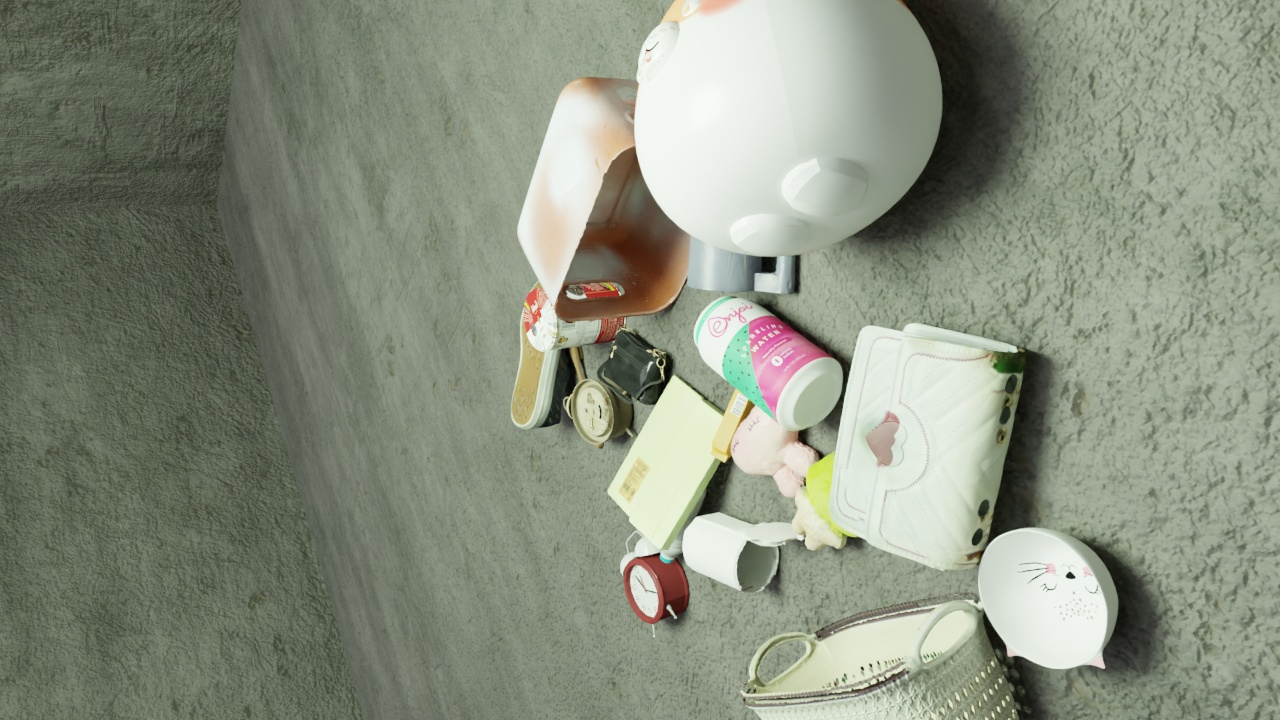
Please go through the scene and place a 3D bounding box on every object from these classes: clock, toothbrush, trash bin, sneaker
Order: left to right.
[{"bbox_3d":[-0.136,-0.008,1.399,0.088,0.079,0.235,1,81,46],"label":"sneaker"},{"bbox_3d":[-0.081,0.051,1.380,0.016,0.016,0.167,-20,83,55],"label":"toothbrush"},{"bbox_3d":[-0.064,0.068,1.325,0.141,0.054,0.093,6,102,47],"label":"clock"},{"bbox_3d":[-0.027,-0.192,1.101,0.157,0.181,0.260,57,140,33],"label":"trash bin"},{"bbox_3d":[0.015,0.303,1.269,0.137,0.048,0.096,61,141,24],"label":"clock"}]

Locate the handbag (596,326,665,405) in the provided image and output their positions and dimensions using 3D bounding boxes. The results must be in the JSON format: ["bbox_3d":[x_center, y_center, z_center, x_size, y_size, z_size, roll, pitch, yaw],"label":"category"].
[{"bbox_3d":[-0.007,0.007,1.230,0.128,0.054,0.079,35,121,49],"label":"handbag"}]

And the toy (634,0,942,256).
[{"bbox_3d":[0.118,-0.234,0.813,0.264,0.265,0.280,-40,49,49],"label":"toy"}]

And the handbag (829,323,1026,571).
[{"bbox_3d":[0.254,0.073,0.820,0.142,0.096,0.198,19,106,49],"label":"handbag"}]

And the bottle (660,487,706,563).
[{"bbox_3d":[0.050,0.210,1.200,0.044,0.044,0.136,45,132,41],"label":"bottle"}]

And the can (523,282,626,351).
[{"bbox_3d":[-0.092,-0.062,1.278,0.087,0.116,0.087,18,112,53],"label":"can"}]

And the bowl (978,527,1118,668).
[{"bbox_3d":[0.346,0.192,0.764,0.115,0.050,0.115,18,112,53],"label":"bowl"}]

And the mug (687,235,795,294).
[{"bbox_3d":[0.113,-0.130,1.012,0.124,0.083,0.104,9,104,30],"label":"mug"}]

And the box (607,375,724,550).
[{"bbox_3d":[0.035,0.126,1.160,0.138,0.030,0.187,41,106,43],"label":"box"}]

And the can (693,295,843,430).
[{"bbox_3d":[0.135,0.000,0.990,0.166,0.088,0.088,42,130,42],"label":"can"}]

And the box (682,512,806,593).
[{"bbox_3d":[0.122,0.224,1.070,0.166,0.084,0.094,14,100,52],"label":"box"}]

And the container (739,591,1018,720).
[{"bbox_3d":[0.225,0.315,0.865,0.252,0.184,0.143,-37,79,54],"label":"container"}]

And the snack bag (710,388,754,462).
[{"bbox_3d":[0.111,0.071,1.079,0.026,0.020,0.099,28,99,37],"label":"snack bag"}]

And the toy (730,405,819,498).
[{"bbox_3d":[0.152,0.101,1.027,0.105,0.053,0.109,44,132,21],"label":"toy"}]

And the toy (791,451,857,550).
[{"bbox_3d":[0.201,0.155,0.966,0.092,0.043,0.118,51,131,28],"label":"toy"}]
